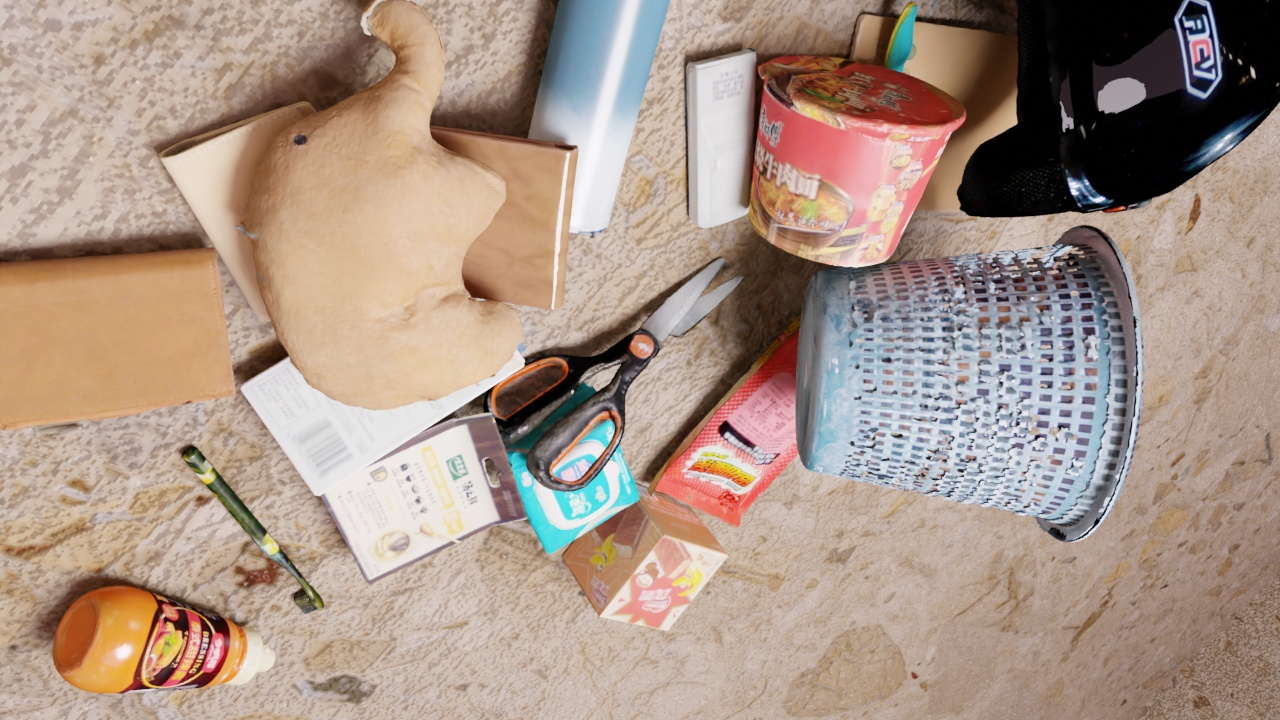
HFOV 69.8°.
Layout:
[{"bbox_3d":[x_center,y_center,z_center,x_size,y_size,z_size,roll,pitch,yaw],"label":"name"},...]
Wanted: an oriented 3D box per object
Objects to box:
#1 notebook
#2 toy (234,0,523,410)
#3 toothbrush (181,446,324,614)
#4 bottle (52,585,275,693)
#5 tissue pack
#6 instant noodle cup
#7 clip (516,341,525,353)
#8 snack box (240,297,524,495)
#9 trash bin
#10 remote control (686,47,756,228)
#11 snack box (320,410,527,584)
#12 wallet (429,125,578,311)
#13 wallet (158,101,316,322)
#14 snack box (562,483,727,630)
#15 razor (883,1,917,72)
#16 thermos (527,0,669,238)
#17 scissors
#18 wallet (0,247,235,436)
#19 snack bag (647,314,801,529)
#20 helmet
[{"bbox_3d":[0.238,-0.190,0.735,0.207,0.008,0.148,-5,118,-28],"label":"notebook"},{"bbox_3d":[-0.144,-0.076,0.501,0.143,0.082,0.226,-13,118,-19],"label":"toy"},{"bbox_3d":[-0.268,0.124,0.641,0.017,0.012,0.186,-21,132,-5],"label":"toothbrush"},{"bbox_3d":[-0.317,0.198,0.633,0.067,0.067,0.149,-48,142,5],"label":"bottle"},{"bbox_3d":[-0.056,0.090,0.731,0.093,0.050,0.134,-30,134,-13],"label":"tissue pack"},{"bbox_3d":[0.141,-0.137,0.637,0.137,0.138,0.109,-11,129,-28],"label":"instant noodle cup"},{"bbox_3d":[-0.099,-0.016,0.647,0.024,0.026,0.056,-33,144,-7],"label":"clip"},{"bbox_3d":[-0.162,0.009,0.587,0.156,0.027,0.085,-33,100,-9],"label":"snack box"},{"bbox_3d":[0.217,0.011,0.669,0.195,0.226,0.227,4,126,5],"label":"trash bin"},{"bbox_3d":[0.058,-0.153,0.647,0.049,0.024,0.125,-21,131,-20],"label":"remote control"},{"bbox_3d":[-0.159,0.089,0.659,0.125,0.053,0.113,-25,132,-17],"label":"snack box"},{"bbox_3d":[-0.098,-0.086,0.549,0.115,0.020,0.101,7,115,0],"label":"wallet"},{"bbox_3d":[-0.202,-0.084,0.525,0.087,0.024,0.115,-28,132,-15],"label":"wallet"},{"bbox_3d":[0.004,0.174,0.815,0.092,0.077,0.094,27,105,-43],"label":"snack box"},{"bbox_3d":[0.193,-0.198,0.679,0.043,0.028,0.133,-41,136,-35],"label":"razor"},{"bbox_3d":[-0.021,-0.186,0.542,0.070,0.070,0.221,-1,122,-34],"label":"thermos"},{"bbox_3d":[-0.021,-0.011,0.686,0.022,0.161,0.233,111,3,-72],"label":"scissors"},{"bbox_3d":[-0.298,-0.010,0.506,0.131,0.031,0.108,-9,130,-23],"label":"wallet"},{"bbox_3d":[0.109,0.059,0.815,0.128,0.073,0.208,27,109,-41],"label":"snack bag"},{"bbox_3d":[0.309,-0.219,0.599,0.231,0.274,0.233,-12,117,20],"label":"helmet"}]
